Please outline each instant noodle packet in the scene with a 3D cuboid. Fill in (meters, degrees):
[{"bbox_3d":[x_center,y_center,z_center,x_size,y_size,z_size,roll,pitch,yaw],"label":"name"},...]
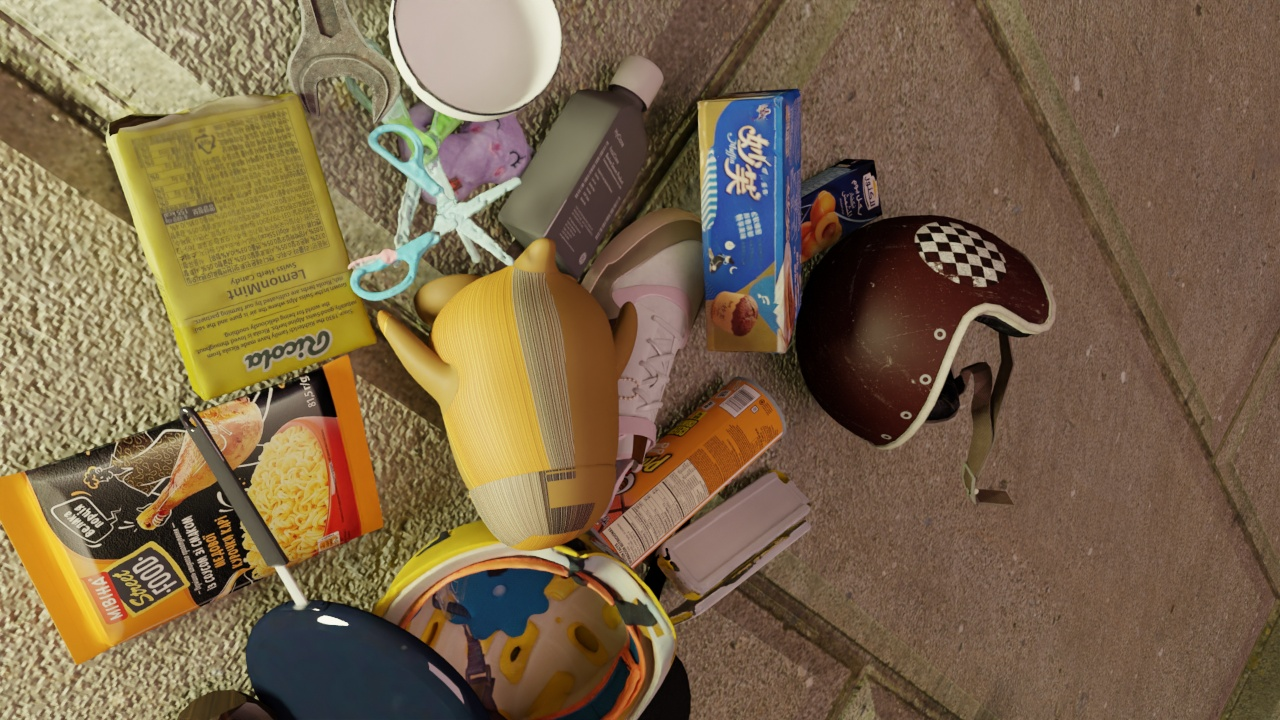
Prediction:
[{"bbox_3d":[-0.289,0.101,0.624,0.220,0.032,0.160,-23,130,-30],"label":"instant noodle packet"}]

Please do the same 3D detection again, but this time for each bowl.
[{"bbox_3d":[-0.116,-0.215,0.619,0.113,0.063,0.113,0,91,-25],"label":"bowl"}]

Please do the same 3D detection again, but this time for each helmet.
[{"bbox_3d":[-0.104,0.212,0.741,0.240,0.139,0.209,33,97,-19],"label":"helmet"},{"bbox_3d":[0.278,-0.016,0.896,0.253,0.234,0.233,6,58,-9],"label":"helmet"}]

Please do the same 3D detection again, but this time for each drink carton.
[{"bbox_3d":[0.183,-0.151,0.914,0.129,0.040,0.064,-31,120,-27],"label":"drink carton"}]

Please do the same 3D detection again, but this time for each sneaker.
[{"bbox_3d":[-0.005,0.004,0.767,0.111,0.116,0.293,36,80,-38],"label":"sneaker"}]

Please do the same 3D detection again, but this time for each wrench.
[{"bbox_3d":[-0.217,-0.284,0.576,0.070,0.010,0.273,-15,109,-8],"label":"wrench"}]

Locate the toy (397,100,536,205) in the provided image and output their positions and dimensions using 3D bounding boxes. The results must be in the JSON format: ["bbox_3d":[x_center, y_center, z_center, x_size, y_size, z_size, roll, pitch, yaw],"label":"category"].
[{"bbox_3d":[-0.129,-0.161,0.681,0.099,0.036,0.080,-32,109,-25],"label":"toy"}]

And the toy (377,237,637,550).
[{"bbox_3d":[-0.083,0.037,0.670,0.198,0.163,0.203,-4,72,-27],"label":"toy"}]

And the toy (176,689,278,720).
[{"bbox_3d":[-0.298,0.284,0.666,0.076,0.062,0.100,-11,122,-11],"label":"toy"}]

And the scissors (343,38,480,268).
[{"bbox_3d":[-0.145,-0.150,0.647,0.138,0.028,0.170,-25,101,-23],"label":"scissors"}]

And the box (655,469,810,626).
[{"bbox_3d":[0.087,0.179,0.913,0.208,0.080,0.080,-25,83,-45],"label":"box"}]

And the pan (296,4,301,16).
[{"bbox_3d":[-0.092,-0.346,0.637,0.356,0.067,0.209,-37,126,-3],"label":"pan"}]

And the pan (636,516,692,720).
[{"bbox_3d":[-0.006,0.290,0.895,0.204,0.044,0.355,23,89,-39],"label":"pan"}]

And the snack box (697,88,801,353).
[{"bbox_3d":[0.099,-0.125,0.790,0.154,0.069,0.203,-54,142,-67],"label":"snack box"}]

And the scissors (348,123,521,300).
[{"bbox_3d":[-0.149,-0.104,0.623,0.135,0.015,0.135,-30,89,-6],"label":"scissors"}]

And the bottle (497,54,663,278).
[{"bbox_3d":[-0.038,-0.160,0.723,0.173,0.046,0.084,-61,158,-8],"label":"bottle"}]

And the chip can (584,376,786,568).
[{"bbox_3d":[0.036,0.106,0.853,0.214,0.075,0.075,-38,122,-23],"label":"chip can"}]

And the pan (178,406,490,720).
[{"bbox_3d":[-0.221,0.183,0.622,0.021,0.199,0.357,-57,134,-54],"label":"pan"}]

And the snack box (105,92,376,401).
[{"bbox_3d":[-0.259,-0.078,0.602,0.121,0.045,0.181,-24,114,-31],"label":"snack box"}]
